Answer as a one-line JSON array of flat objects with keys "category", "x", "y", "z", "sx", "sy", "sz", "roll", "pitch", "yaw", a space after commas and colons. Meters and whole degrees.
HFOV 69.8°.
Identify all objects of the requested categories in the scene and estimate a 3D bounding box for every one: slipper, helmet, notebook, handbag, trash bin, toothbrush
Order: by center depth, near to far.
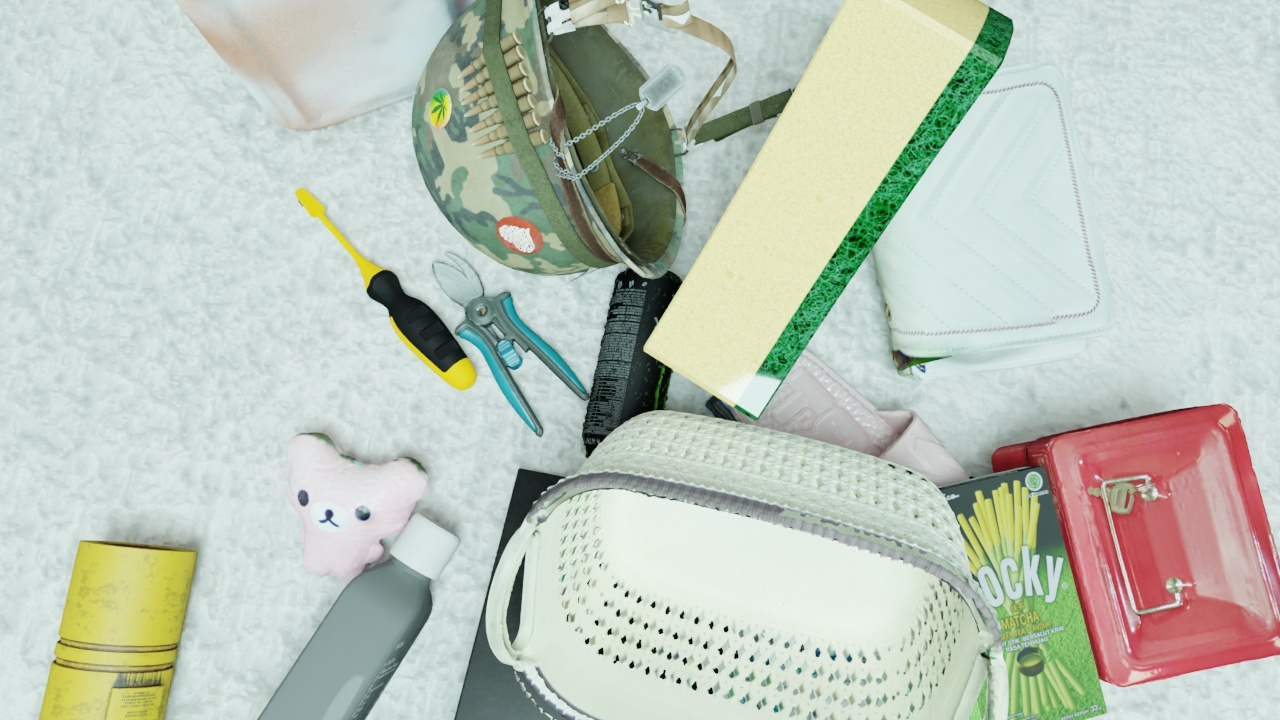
[{"category": "notebook", "x": -0.021, "y": 0.190, "z": 0.581, "sx": 0.169, "sy": 0.019, "sz": 0.230, "roll": 11, "pitch": 59, "yaw": 0}, {"category": "trash bin", "x": -0.206, "y": -0.276, "z": 0.584, "sx": 0.181, "sy": 0.260, "sz": 0.157, "roll": -23, "pitch": 84, "yaw": -7}, {"category": "helmet", "x": -0.030, "y": -0.155, "z": 0.592, "sx": 0.237, "sy": 0.192, "sz": 0.224, "roll": -36, "pitch": 67, "yaw": 18}, {"category": "slipper", "x": 0.151, "y": 0.072, "z": 0.600, "sx": 0.094, "sy": 0.064, "sz": 0.239, "roll": -36, "pitch": 68, "yaw": -15}, {"category": "handbag", "x": 0.233, "y": -0.092, "z": 0.646, "sx": 0.142, "sy": 0.096, "sz": 0.198, "roll": -8, "pitch": 79, "yaw": 12}, {"category": "toothbrush", "x": -0.184, "y": -0.053, "z": 0.655, "sx": 0.031, "sy": 0.031, "sz": 0.196, "roll": -37, "pitch": 79, "yaw": -30}]

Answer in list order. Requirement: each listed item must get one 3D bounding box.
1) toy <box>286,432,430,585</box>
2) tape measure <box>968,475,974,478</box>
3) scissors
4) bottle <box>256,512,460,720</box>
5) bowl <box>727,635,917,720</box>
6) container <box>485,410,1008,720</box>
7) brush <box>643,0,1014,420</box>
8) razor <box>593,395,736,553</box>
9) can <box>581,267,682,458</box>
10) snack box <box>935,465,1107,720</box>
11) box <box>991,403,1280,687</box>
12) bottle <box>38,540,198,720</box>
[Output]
[{"category": "toy", "x": -0.196, "y": 0.102, "z": 0.613, "sx": 0.099, "sy": 0.052, "sz": 0.096, "roll": 15, "pitch": 91, "yaw": 4}, {"category": "tape measure", "x": 0.230, "y": 0.123, "z": 0.630, "sx": 0.058, "sy": 0.036, "sz": 0.065, "roll": 43, "pitch": 80, "yaw": 6}, {"category": "scissors", "x": -0.097, "y": -0.010, "z": 0.654, "sx": 0.130, "sy": 0.019, "sz": 0.150, "roll": 7, "pitch": 80, "yaw": -2}, {"category": "bottle", "x": -0.176, "y": 0.179, "z": 0.582, "sx": 0.046, "sy": 0.084, "sz": 0.173, "roll": 31, "pitch": 78, "yaw": 4}, {"category": "bowl", "x": 0.131, "y": 0.233, "z": 0.586, "sx": 0.144, "sy": 0.074, "sz": 0.144, "roll": 0, "pitch": 79, "yaw": -2}, {"category": "container", "x": 0.060, "y": 0.127, "z": 0.501, "sx": 0.252, "sy": 0.143, "sz": 0.185, "roll": 13, "pitch": 119, "yaw": 10}, {"category": "brush", "x": 0.109, "y": -0.103, "z": 0.544, "sx": 0.075, "sy": 0.194, "sz": 0.251, "roll": 32, "pitch": 118, "yaw": 4}, {"category": "razor", "x": 0.017, "y": 0.082, "z": 0.629, "sx": 0.143, "sy": 0.022, "sz": 0.042, "roll": -39, "pitch": 82, "yaw": -25}, {"category": "can", "x": -0.004, "y": 0.004, "z": 0.636, "sx": 0.054, "sy": 0.054, "sz": 0.137, "roll": 12, "pitch": 79, "yaw": 0}, {"category": "snack box", "x": 0.218, "y": 0.144, "z": 0.549, "sx": 0.080, "sy": 0.025, "sz": 0.147, "roll": -10, "pitch": 83, "yaw": -13}, {"category": "box", "x": 0.312, "y": 0.118, "z": 0.597, "sx": 0.135, "sy": 0.117, "sz": 0.157, "roll": -9, "pitch": 83, "yaw": -6}, {"category": "bottle", "x": -0.332, "y": 0.200, "z": 0.577, "sx": 0.071, "sy": 0.071, "sz": 0.163, "roll": 7, "pitch": 79, "yaw": -1}]
